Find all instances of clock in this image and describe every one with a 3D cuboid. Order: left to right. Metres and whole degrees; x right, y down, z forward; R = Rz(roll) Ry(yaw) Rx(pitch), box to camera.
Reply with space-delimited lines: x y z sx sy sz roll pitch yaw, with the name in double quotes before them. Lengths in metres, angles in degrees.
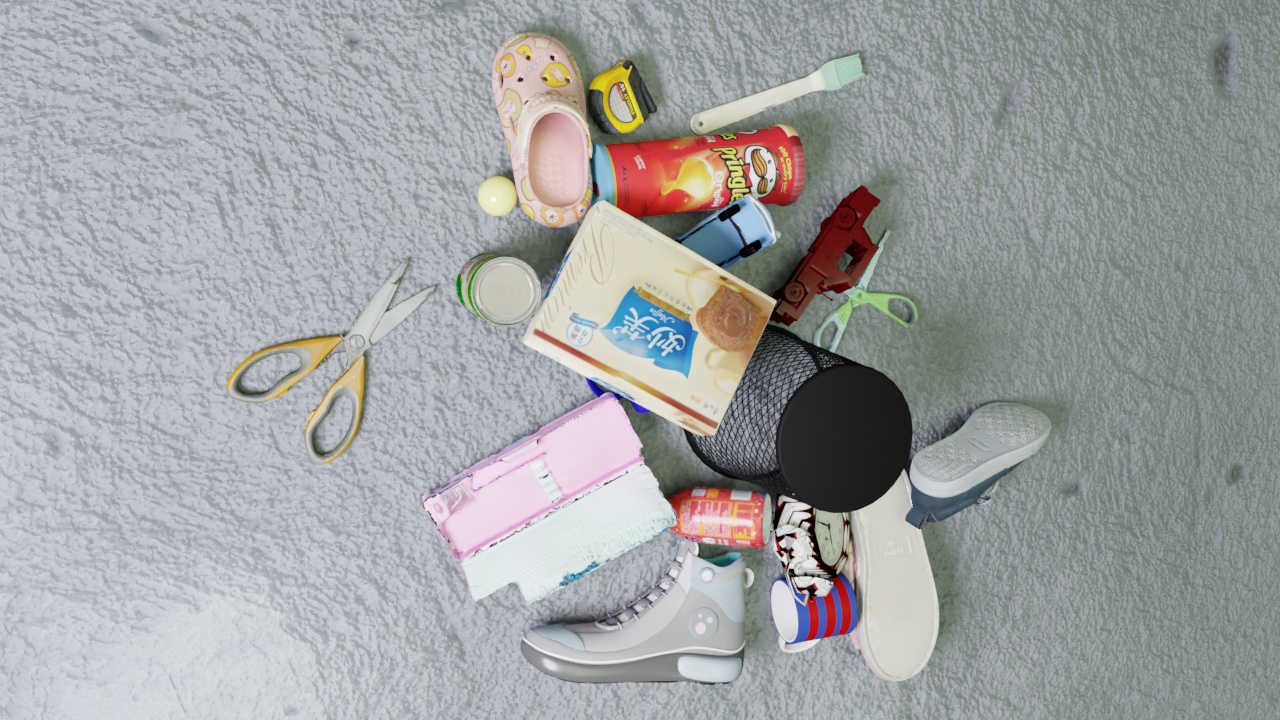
"clock" 0.183 0.204 1.040 0.115 0.065 0.154 60 39 -30

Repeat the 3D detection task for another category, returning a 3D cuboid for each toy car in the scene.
"toy car" 0.079 -0.122 0.959 0.054 0.154 0.056 -38 99 -48
"toy car" 0.211 -0.107 1.023 0.062 0.070 0.169 35 85 -2

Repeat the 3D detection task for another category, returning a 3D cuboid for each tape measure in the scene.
"tape measure" -0.024 -0.269 0.952 0.064 0.037 0.065 -43 121 -13

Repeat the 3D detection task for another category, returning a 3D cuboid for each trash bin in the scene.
"trash bin" 0.165 0.062 0.965 0.184 0.210 0.184 -2 98 -17

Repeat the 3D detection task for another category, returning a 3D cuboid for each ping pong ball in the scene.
"ping pong ball" -0.144 -0.166 0.927 0.040 0.040 0.040 -2 98 -17

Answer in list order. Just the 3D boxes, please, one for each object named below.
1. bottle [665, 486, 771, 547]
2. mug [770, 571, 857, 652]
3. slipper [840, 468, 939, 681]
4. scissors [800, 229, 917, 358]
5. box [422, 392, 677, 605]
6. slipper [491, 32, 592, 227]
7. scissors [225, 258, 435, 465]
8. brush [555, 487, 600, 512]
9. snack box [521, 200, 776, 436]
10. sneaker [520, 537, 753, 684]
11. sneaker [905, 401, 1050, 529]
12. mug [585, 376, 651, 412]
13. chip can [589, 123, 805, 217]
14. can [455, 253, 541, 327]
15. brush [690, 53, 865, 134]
"bottle" 0.071 0.170 1.008 0.138 0.061 0.062 2 98 19
"mug" 0.202 0.305 1.090 0.076 0.075 0.112 -5 124 -17
"slipper" 0.294 0.247 1.113 0.114 0.054 0.274 -5 87 -13
"scissors" 0.256 -0.076 1.079 0.171 0.021 0.173 27 92 -14
"box" -0.093 0.153 0.961 0.230 0.062 0.161 -28 85 -3
"slipper" -0.086 -0.233 0.906 0.093 0.082 0.197 -11 91 -20
"scissors" -0.305 -0.012 0.911 0.175 0.016 0.225 27 89 -19
"brush" -0.067 0.130 1.004 0.048 0.017 0.126 7 95 -18
"snack box" 0.012 -0.038 0.901 0.207 0.055 0.153 28 78 -12
"sneaker" 0.001 0.271 1.016 0.256 0.093 0.160 9 86 -17
"sneaker" 0.408 0.126 1.109 0.235 0.089 0.087 -23 127 -28
"mug" -0.006 0.006 0.981 0.111 0.079 0.083 -26 106 17
"chip can" 0.058 -0.196 0.963 0.213 0.087 0.087 -9 100 -15
"can" -0.141 -0.070 0.899 0.067 0.121 0.067 -2 98 -17
"brush" 0.153 -0.294 1.019 0.217 0.012 0.033 -23 104 -11
